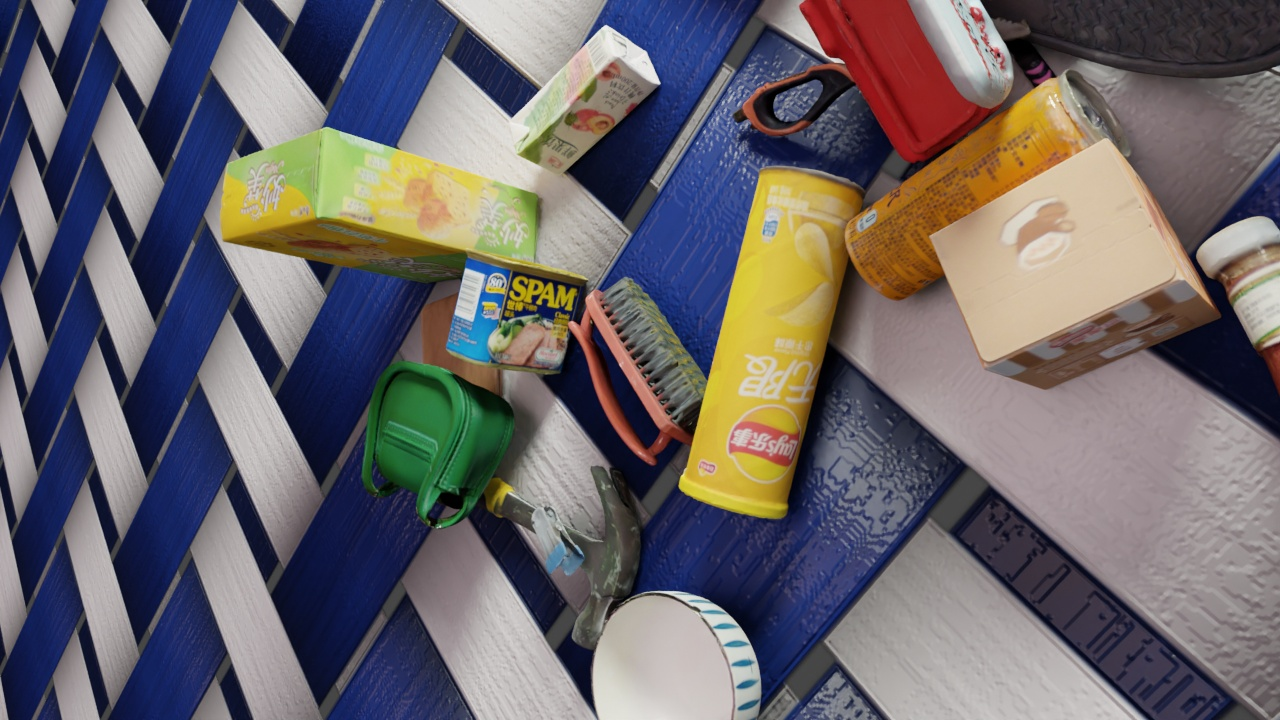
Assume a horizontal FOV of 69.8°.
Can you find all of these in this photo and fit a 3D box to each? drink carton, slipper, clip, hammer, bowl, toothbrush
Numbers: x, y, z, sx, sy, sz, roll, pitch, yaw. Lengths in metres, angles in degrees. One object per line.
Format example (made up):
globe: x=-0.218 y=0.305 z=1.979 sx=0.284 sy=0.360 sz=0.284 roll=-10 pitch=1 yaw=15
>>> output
drink carton: x=-0.048 y=-0.209 z=0.743 sx=0.123 sy=0.053 sz=0.045 roll=-35 pitch=57 yaw=31
slipper: x=0.225 y=-0.227 z=0.474 sx=0.083 sy=0.111 sz=0.268 roll=-45 pitch=43 yaw=-8
clip: x=-0.064 y=0.132 z=0.680 sx=0.027 sy=0.043 sz=0.058 roll=-54 pitch=49 yaw=22
hammer: x=-0.122 y=0.109 z=0.767 sx=0.324 sy=0.031 sz=0.126 roll=21 pitch=96 yaw=41
bowl: x=0.031 y=0.207 z=0.595 sx=0.117 sy=0.066 sz=0.116 roll=-7 pitch=79 yaw=40
toothbrush: x=0.225 y=-0.171 z=0.527 sx=0.014 sy=0.017 sz=0.189 roll=-32 pitch=61 yaw=21

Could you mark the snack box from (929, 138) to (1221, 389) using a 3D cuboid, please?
snack box: x=0.217 y=-0.042 z=0.460 sx=0.093 sy=0.094 sz=0.077 roll=-30 pitch=64 yaw=34

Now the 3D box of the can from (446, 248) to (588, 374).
can: x=-0.098 y=-0.037 z=0.725 sx=0.057 sy=0.102 sz=0.083 roll=20 pitch=98 yaw=41

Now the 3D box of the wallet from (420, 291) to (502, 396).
wallet: x=-0.160 y=-0.009 z=0.822 sx=0.101 sy=0.020 sz=0.115 roll=-16 pitch=69 yaw=38

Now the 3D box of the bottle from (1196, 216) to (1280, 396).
bottle: x=0.310 y=0.029 z=0.393 sx=0.060 sy=0.059 sz=0.206 roll=-34 pitch=61 yaw=31

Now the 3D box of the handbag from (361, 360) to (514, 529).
handbag: x=-0.172 y=0.067 z=0.748 sx=0.131 sy=0.068 sz=0.120 roll=12 pitch=78 yaw=43

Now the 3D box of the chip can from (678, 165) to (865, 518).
chip can: x=0.084 y=-0.011 z=0.584 sx=0.072 sy=0.072 sz=0.213 roll=16 pitch=92 yaw=41

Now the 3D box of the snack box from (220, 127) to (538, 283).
snack box: x=-0.213 y=-0.120 z=0.766 sx=0.158 sy=0.209 sz=0.070 roll=-2 pitch=82 yaw=41

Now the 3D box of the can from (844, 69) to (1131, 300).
can: x=0.185 y=-0.091 z=0.506 sx=0.146 sy=0.058 sz=0.058 roll=-36 pitch=61 yaw=41

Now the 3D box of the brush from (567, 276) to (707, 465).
brush: x=-0.004 y=0.004 z=0.662 sx=0.069 sy=0.063 sz=0.145 roll=-40 pitch=57 yaw=13

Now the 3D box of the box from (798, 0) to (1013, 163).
box: x=0.127 y=-0.212 z=0.484 sx=0.074 sy=0.154 sz=0.201 roll=-28 pitch=87 yaw=1

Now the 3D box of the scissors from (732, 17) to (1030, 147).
scissors: x=0.131 y=-0.201 z=0.571 sx=0.226 sy=0.015 sz=0.189 roll=-4 pitch=106 yaw=51
